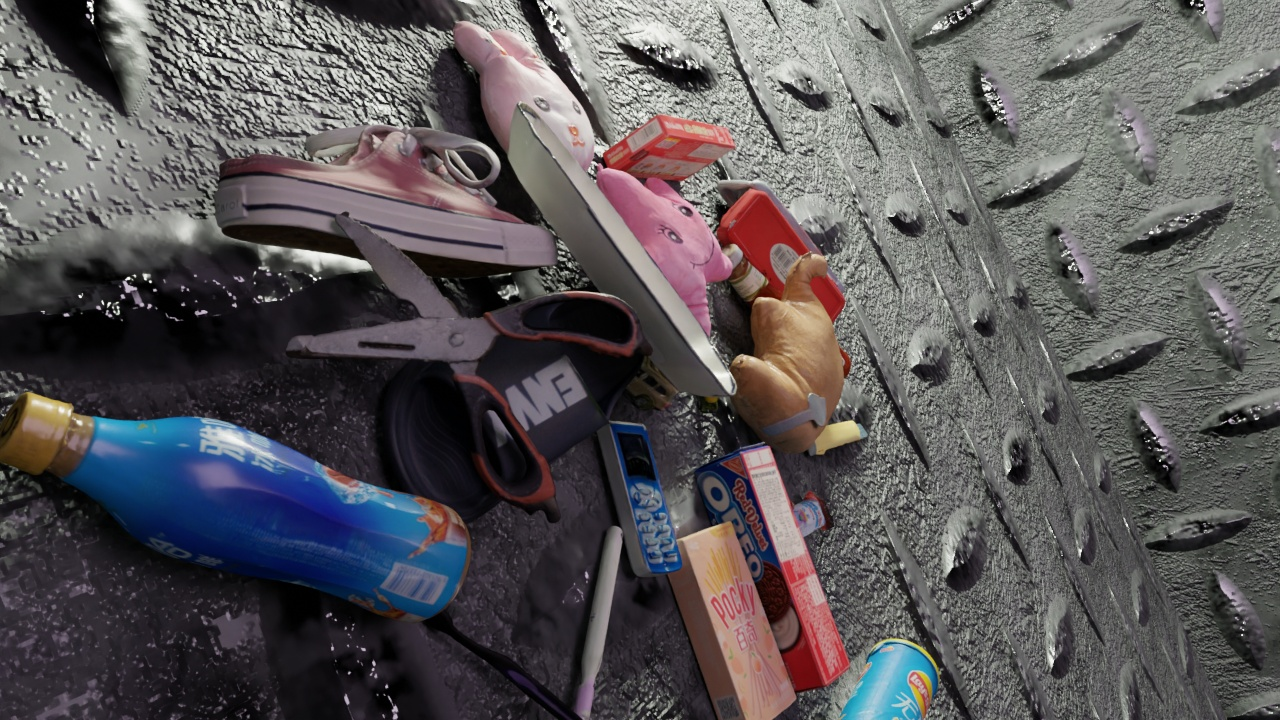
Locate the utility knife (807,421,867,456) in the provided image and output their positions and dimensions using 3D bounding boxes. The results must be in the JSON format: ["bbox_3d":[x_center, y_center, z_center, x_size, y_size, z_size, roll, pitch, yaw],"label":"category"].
[{"bbox_3d":[0.233,0.089,1.074,0.178,0.019,0.031,-6,77,-51],"label":"utility knife"}]

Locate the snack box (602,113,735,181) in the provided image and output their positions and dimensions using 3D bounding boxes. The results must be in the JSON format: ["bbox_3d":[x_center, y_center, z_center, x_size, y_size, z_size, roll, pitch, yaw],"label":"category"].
[{"bbox_3d":[0.032,-0.215,0.941,0.152,0.075,0.025,-14,79,-58],"label":"snack box"}]

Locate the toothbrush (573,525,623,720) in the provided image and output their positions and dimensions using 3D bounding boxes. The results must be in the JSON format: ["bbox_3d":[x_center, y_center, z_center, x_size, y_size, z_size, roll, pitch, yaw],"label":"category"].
[{"bbox_3d":[-0.033,0.187,0.615,0.189,0.020,0.029,-77,162,-47],"label":"toothbrush"}]

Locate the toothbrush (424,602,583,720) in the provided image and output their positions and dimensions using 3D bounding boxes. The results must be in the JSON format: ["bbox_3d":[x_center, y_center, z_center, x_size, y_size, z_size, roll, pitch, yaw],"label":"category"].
[{"bbox_3d":[-0.065,0.192,0.545,0.189,0.014,0.016,44,21,-15],"label":"toothbrush"}]

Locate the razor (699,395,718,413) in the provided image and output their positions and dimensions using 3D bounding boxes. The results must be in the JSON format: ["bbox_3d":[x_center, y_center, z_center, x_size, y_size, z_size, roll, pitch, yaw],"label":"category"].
[{"bbox_3d":[0.039,0.003,0.820,0.132,0.028,0.043,42,39,-51],"label":"razor"}]

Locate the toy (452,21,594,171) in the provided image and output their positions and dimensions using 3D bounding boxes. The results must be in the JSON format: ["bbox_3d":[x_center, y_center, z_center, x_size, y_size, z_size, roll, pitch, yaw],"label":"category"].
[{"bbox_3d":[-0.098,-0.222,0.781,0.159,0.054,0.121,58,31,5],"label":"toy"}]

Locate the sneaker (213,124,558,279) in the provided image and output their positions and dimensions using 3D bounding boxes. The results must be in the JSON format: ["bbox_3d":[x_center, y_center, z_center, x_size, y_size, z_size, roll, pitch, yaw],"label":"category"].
[{"bbox_3d":[-0.145,-0.104,0.580,0.240,0.118,0.088,6,84,-49],"label":"sneaker"}]

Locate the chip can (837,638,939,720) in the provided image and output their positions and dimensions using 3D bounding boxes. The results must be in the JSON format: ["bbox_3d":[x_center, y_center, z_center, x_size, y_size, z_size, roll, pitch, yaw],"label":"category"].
[{"bbox_3d":[0.210,0.331,0.820,0.209,0.071,0.071,-25,90,-58],"label":"chip can"}]

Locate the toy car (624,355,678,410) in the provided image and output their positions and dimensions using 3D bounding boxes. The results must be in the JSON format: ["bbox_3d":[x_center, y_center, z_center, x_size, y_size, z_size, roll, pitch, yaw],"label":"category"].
[{"bbox_3d":[-0.005,0.004,0.771,0.090,0.035,0.042,38,38,-31],"label":"toy car"}]

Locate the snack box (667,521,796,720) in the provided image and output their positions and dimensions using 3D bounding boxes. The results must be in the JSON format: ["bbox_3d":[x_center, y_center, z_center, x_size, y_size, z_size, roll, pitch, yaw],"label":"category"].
[{"bbox_3d":[0.071,0.214,0.741,0.084,0.026,0.157,-5,72,-57],"label":"snack box"}]

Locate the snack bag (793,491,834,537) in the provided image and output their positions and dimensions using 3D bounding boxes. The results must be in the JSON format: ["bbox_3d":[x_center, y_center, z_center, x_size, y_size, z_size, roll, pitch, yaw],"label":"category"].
[{"bbox_3d":[0.158,0.158,0.908,0.105,0.026,0.045,-9,79,-55],"label":"snack bag"}]

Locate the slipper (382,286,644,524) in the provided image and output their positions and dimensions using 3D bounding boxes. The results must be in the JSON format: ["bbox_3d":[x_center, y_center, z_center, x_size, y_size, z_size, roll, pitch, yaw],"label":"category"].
[{"bbox_3d":[-0.064,0.007,0.625,0.110,0.084,0.267,58,38,-5],"label":"slipper"}]

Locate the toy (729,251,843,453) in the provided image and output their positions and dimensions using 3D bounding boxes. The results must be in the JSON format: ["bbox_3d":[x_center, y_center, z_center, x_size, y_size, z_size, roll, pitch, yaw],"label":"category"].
[{"bbox_3d":[0.162,-0.008,0.953,0.143,0.083,0.225,51,46,-31],"label":"toy"}]

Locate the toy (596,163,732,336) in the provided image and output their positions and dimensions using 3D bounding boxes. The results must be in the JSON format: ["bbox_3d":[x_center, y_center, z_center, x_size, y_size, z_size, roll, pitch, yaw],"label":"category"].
[{"bbox_3d":[0.013,-0.103,0.834,0.178,0.075,0.194,47,35,-16],"label":"toy"}]

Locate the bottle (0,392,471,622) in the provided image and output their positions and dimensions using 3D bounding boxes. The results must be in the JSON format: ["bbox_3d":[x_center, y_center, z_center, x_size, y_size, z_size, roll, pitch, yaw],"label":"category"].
[{"bbox_3d":[-0.182,0.070,0.435,0.218,0.065,0.065,32,44,-40],"label":"bottle"}]

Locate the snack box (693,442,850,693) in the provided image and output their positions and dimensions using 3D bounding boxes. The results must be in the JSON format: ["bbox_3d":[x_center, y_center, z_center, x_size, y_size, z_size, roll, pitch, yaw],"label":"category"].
[{"bbox_3d":[0.114,0.179,0.800,0.058,0.057,0.207,-3,71,-54],"label":"snack box"}]

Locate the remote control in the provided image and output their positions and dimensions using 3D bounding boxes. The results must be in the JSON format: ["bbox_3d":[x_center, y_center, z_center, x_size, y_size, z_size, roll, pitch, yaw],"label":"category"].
[{"bbox_3d":[-0.003,0.105,0.711,0.049,0.024,0.124,12,57,-52],"label":"remote control"}]

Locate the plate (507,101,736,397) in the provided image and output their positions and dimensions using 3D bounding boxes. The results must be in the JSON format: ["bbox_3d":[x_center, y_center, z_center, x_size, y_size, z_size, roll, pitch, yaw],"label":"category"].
[{"bbox_3d":[-0.018,-0.075,0.689,0.265,0.034,0.162,53,9,-5],"label":"plate"}]

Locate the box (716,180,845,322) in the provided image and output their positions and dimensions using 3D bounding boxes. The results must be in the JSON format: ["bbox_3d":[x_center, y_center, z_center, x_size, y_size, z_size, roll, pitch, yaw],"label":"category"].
[{"bbox_3d":[0.152,-0.117,1.085,0.094,0.100,0.201,-51,120,-11],"label":"box"}]

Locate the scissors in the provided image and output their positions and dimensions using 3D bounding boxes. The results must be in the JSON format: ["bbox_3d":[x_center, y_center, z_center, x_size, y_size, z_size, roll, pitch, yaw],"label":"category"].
[{"bbox_3d":[-0.089,-0.006,0.541,0.188,0.015,0.225,-39,108,-24],"label":"scissors"}]

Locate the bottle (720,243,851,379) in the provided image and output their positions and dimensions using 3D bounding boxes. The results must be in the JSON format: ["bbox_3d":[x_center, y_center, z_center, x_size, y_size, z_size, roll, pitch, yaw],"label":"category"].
[{"bbox_3d":[0.156,-0.048,1.024,0.206,0.060,0.059,44,37,-22],"label":"bottle"}]
